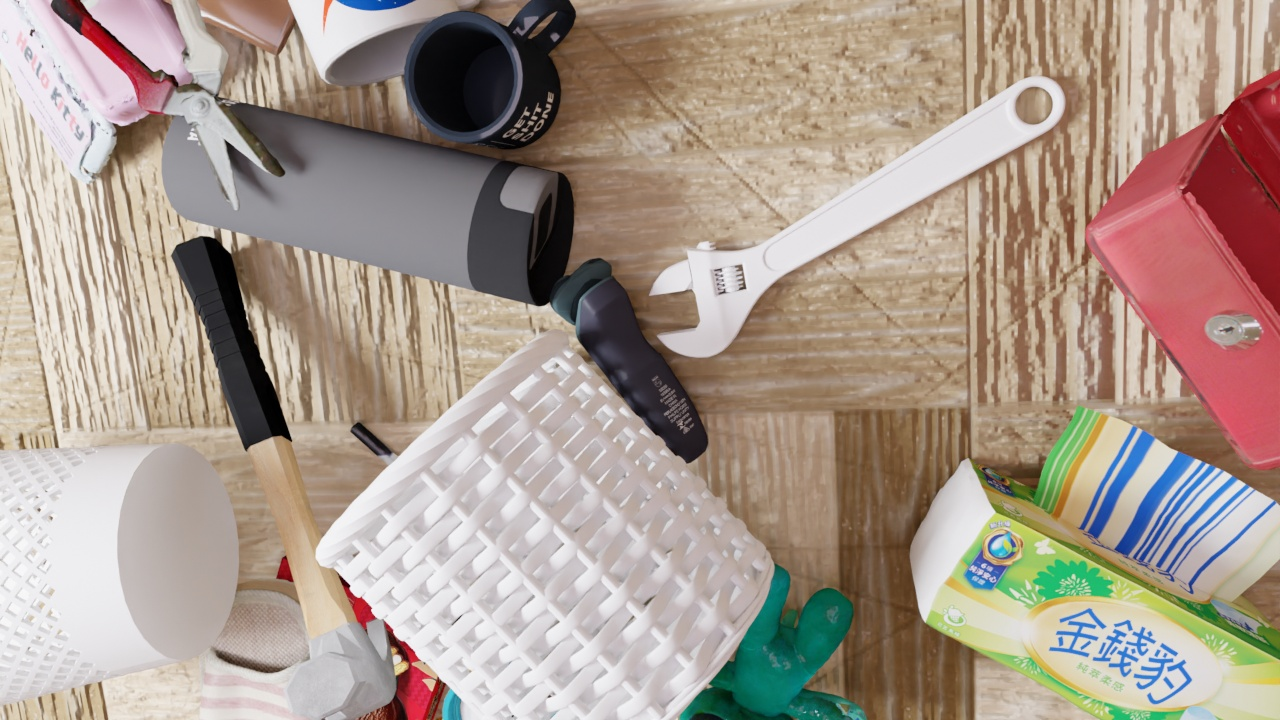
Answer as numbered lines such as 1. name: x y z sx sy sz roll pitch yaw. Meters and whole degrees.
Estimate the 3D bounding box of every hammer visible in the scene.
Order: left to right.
1. hammer: -0.234 0.069 0.589 0.039 0.131 0.328 -23 76 -9

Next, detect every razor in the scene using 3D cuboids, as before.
1. razor: -0.003 0.003 0.580 0.047 0.052 0.143 -37 94 -26

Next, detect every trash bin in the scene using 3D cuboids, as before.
1. trash bin: -0.380 0.131 0.573 0.199 0.195 0.195 -8 98 3

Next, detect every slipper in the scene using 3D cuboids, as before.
1. slipper: -0.258 0.283 0.641 0.115 0.052 0.263 2 101 12

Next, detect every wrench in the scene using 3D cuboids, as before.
1. wrench: 0.124 -0.086 0.553 0.274 0.018 0.066 -30 93 14

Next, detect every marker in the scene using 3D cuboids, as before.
1. marker: -0.145 0.096 0.643 0.152 0.011 0.011 41 105 2

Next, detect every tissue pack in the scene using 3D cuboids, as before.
1. tissue pack: 0.271 0.114 0.513 0.197 0.120 0.141 26 105 0

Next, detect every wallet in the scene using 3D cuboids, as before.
1. wallet: -0.268 -0.260 0.585 0.121 0.013 0.087 26 91 -5

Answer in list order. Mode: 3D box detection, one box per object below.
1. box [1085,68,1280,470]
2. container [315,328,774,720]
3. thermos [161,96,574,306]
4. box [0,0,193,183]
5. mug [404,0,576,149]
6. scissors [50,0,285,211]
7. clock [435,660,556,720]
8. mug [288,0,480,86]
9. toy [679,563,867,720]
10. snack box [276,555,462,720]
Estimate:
1. box: 0.332 -0.054 0.443 0.170 0.157 0.156 -38 91 -20
2. container: -0.052 0.112 0.536 0.189 0.189 0.187 -44 91 15
3. thermos: -0.166 -0.101 0.575 0.240 0.082 0.082 14 102 9
4. box: -0.394 -0.237 0.608 0.154 0.066 0.201 -31 92 15
5. mug: -0.080 -0.176 0.546 0.105 0.077 0.071 -42 90 15
6. scissors: -0.284 -0.182 0.553 0.185 0.015 0.179 7 81 8
7. clock: -0.087 0.242 0.644 0.099 0.043 0.130 45 112 1
8. mug: -0.151 -0.231 0.553 0.121 0.091 0.090 -24 95 -21
9. toy: 0.077 0.216 0.595 0.131 0.072 0.194 21 112 9
10. snack box: -0.212 0.229 0.668 0.133 0.035 0.152 22 104 7
